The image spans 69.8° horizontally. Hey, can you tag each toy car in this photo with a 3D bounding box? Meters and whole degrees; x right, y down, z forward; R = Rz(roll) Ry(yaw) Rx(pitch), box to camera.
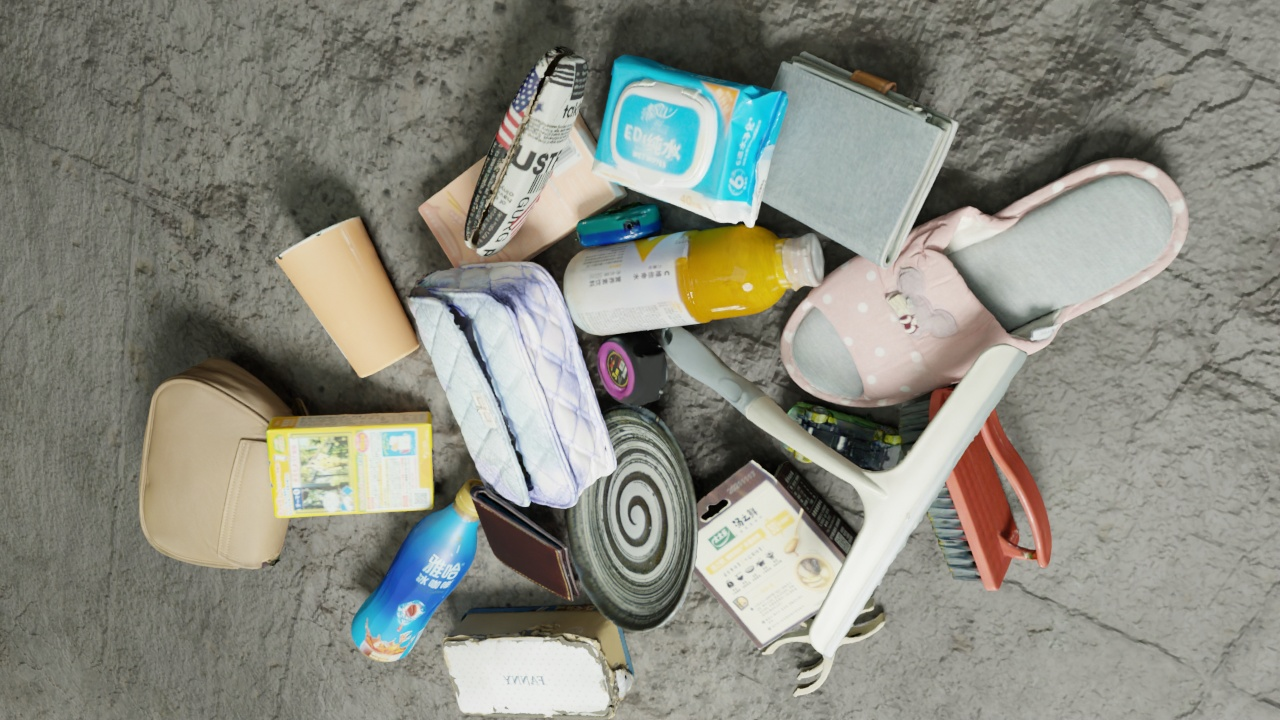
[{"bbox_3d":[0.151,0.059,0.682,0.091,0.036,0.043,19,112,16],"label":"toy car"}]

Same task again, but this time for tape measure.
[{"bbox_3d":[-0.004,0.004,0.718,0.058,0.039,0.057,34,131,43],"label":"tape measure"},{"bbox_3d":[-0.013,-0.103,0.684,0.058,0.054,0.025,-1,108,37],"label":"tape measure"}]

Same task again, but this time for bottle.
[{"bbox_3d":[-0.199,0.193,0.850,0.065,0.065,0.219,39,117,6],"label":"bottle"},{"bbox_3d":[0.036,-0.060,0.667,0.190,0.067,0.068,-6,105,26],"label":"bottle"}]

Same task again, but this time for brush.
[{"bbox_3d":[0.232,0.082,0.632,0.069,0.063,0.146,-11,112,42],"label":"brush"}]

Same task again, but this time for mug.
[{"bbox_3d":[-0.245,-0.051,0.785,0.078,0.078,0.123,-21,102,26],"label":"mug"}]

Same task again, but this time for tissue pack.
[{"bbox_3d":[0.032,-0.152,0.628,0.140,0.063,0.090,26,113,33],"label":"tissue pack"}]

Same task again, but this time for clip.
[{"bbox_3d":[0.139,0.219,0.743,0.092,0.034,0.103,31,111,8],"label":"clip"}]

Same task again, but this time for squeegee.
[{"bbox_3d":[0.093,0.037,0.647,0.246,0.039,0.247,38,111,32],"label":"squeegee"}]

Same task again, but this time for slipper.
[{"bbox_3d":[0.216,-0.043,0.612,0.275,0.054,0.114,-26,97,28],"label":"slipper"}]

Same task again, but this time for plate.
[{"bbox_3d":[-0.004,0.124,0.733,0.180,0.024,0.179,-1,89,54],"label":"plate"}]

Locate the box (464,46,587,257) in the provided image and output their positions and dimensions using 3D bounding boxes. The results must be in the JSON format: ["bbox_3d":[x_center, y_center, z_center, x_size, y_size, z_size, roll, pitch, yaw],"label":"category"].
[{"bbox_3d":[-0.080,-0.145,0.662,0.057,0.070,0.165,22,119,-12],"label":"box"}]

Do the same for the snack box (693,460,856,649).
[{"bbox_3d":[0.097,0.147,0.723,0.113,0.053,0.125,-43,85,27],"label":"snack box"}]

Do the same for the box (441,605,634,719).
[{"bbox_3d":[-0.101,0.278,0.845,0.185,0.059,0.090,-6,104,25],"label":"box"}]

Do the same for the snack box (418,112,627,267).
[{"bbox_3d":[-0.095,-0.126,0.725,0.158,0.026,0.084,-29,95,27],"label":"snack box"}]

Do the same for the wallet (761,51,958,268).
[{"bbox_3d":[0.135,-0.138,0.611,0.130,0.036,0.107,37,117,32],"label":"wallet"}]

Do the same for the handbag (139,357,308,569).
[{"bbox_3d":[-0.397,0.102,0.885,0.148,0.099,0.205,24,115,4],"label":"handbag"}]

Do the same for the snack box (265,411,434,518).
[{"bbox_3d":[-0.257,0.093,0.822,0.140,0.033,0.087,-3,110,-13],"label":"snack box"}]

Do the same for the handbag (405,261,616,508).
[{"bbox_3d":[-0.104,0.020,0.722,0.134,0.075,0.194,4,119,46],"label":"handbag"}]

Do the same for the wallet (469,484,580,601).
[{"bbox_3d":[-0.097,0.159,0.782,0.096,0.020,0.122,27,152,18],"label":"wallet"}]
